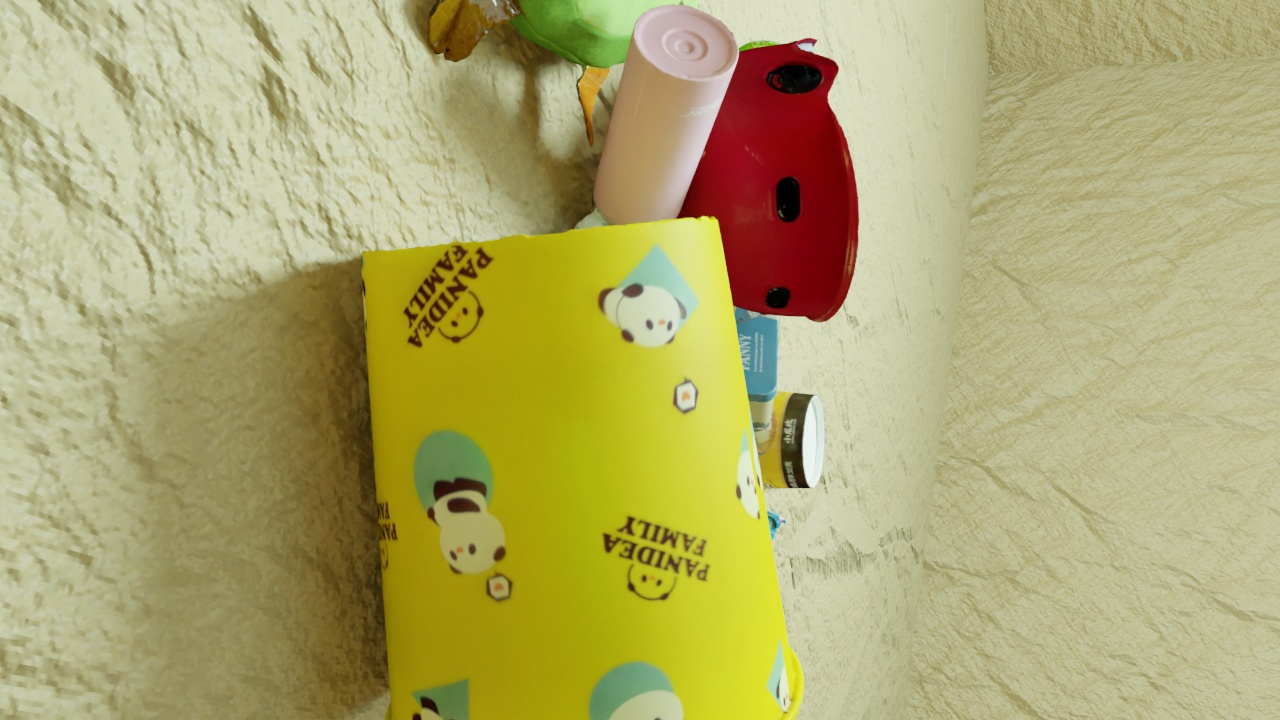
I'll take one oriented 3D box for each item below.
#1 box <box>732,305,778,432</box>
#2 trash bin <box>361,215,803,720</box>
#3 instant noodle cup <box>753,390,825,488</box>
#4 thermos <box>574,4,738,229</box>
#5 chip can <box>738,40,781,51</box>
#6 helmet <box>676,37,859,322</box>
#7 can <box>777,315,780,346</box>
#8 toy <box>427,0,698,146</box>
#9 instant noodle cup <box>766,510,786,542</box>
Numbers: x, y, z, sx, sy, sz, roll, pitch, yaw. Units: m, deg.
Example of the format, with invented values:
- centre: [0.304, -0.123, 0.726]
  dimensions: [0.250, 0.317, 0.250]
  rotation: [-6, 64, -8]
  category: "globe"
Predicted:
- centre: [0.078, -0.011, 0.815]
  dimensions: [0.183, 0.090, 0.061]
  rotation: [-84, 174, -46]
  category: "box"
- centre: [-0.038, 0.059, 0.492]
  dimensions: [0.229, 0.230, 0.255]
  rotation: [-21, 107, -62]
  category: "trash bin"
- centre: [0.121, 0.079, 0.929]
  dimensions: [0.118, 0.115, 0.118]
  rotation: [2, 90, -66]
  category: "instant noodle cup"
- centre: [-0.001, -0.136, 0.618]
  dimensions: [0.087, 0.067, 0.199]
  rotation: [-27, 161, -27]
  category: "thermos"
- centre: [0.109, -0.200, 0.893]
  dimensions: [0.072, 0.073, 0.221]
  rotation: [32, 65, -62]
  category: "chip can"
- centre: [0.079, -0.135, 0.722]
  dimensions: [0.239, 0.144, 0.207]
  rotation: [-93, -179, -53]
  category: "helmet"
- centre: [0.103, -0.047, 0.946]
  dimensions: [0.083, 0.057, 0.102]
  rotation: [-28, 119, -58]
  category: "can"
- centre: [-0.034, -0.254, 0.586]
  dimensions: [0.246, 0.090, 0.227]
  rotation: [-18, 120, -59]
  category: "toy"
- centre: [0.080, 0.193, 0.904]
  dimensions: [0.099, 0.099, 0.109]
  rotation: [41, 66, -59]
  category: "instant noodle cup"
